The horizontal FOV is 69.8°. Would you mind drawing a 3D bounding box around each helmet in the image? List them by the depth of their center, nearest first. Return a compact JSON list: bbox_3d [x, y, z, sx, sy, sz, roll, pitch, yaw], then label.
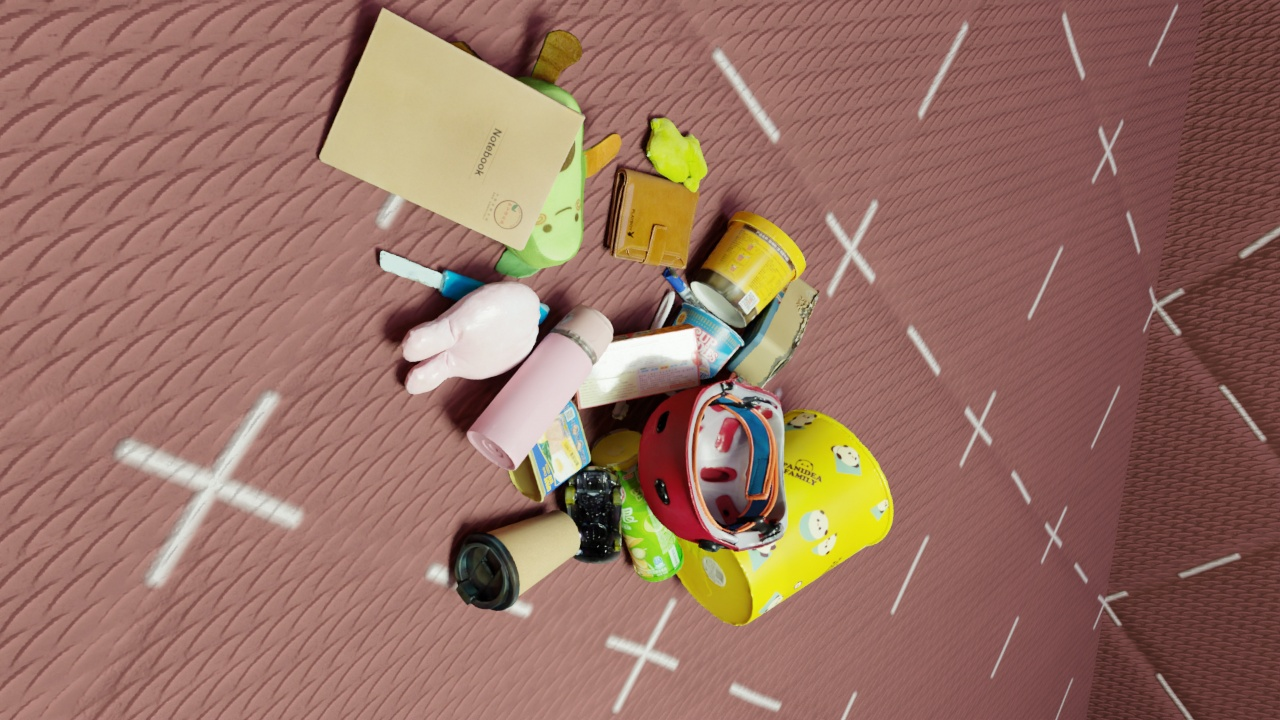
[{"bbox_3d":[0.070,0.127,1.104,0.239,0.144,0.206,16,69,-51],"label":"helmet"}]

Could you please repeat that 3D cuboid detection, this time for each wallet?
[{"bbox_3d":[0.014,-0.165,1.124,0.130,0.035,0.119,3,95,-46],"label":"wallet"}]

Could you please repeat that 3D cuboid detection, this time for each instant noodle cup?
[{"bbox_3d":[0.064,-0.003,1.188,0.110,0.099,0.099,-56,135,-6],"label":"instant noodle cup"},{"bbox_3d":[0.136,-0.115,1.205,0.114,0.118,0.118,-50,133,-11],"label":"instant noodle cup"}]

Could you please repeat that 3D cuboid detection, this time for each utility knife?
[{"bbox_3d":[-0.182,-0.074,0.963,0.217,0.018,0.034,20,102,-47],"label":"utility knife"}]

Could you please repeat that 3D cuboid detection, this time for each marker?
[{"bbox_3d":[0.072,-0.074,1.220,0.016,0.017,0.146,-58,135,-14],"label":"marker"}]

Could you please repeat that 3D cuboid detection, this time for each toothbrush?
[{"bbox_3d":[0.006,-0.007,1.179,0.016,0.016,0.180,30,83,-54],"label":"toothbrush"}]

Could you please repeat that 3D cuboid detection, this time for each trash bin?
[{"bbox_3d":[0.184,0.226,1.299,0.254,0.230,0.230,-29,122,-29],"label":"trash bin"}]

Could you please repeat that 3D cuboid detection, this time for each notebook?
[{"bbox_3d":[-0.173,-0.210,0.860,0.207,0.008,0.148,23,99,-24],"label":"notebook"}]

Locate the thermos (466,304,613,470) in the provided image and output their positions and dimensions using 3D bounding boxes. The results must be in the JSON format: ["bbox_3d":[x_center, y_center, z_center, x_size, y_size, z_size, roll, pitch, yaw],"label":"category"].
[{"bbox_3d":[-0.110,0.025,1.009,0.067,0.087,0.198,49,60,-26],"label":"thermos"}]

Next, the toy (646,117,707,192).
[{"bbox_3d":[0.045,-0.250,1.118,0.099,0.031,0.097,-26,103,-47],"label":"toy"}]

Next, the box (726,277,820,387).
[{"bbox_3d":[0.180,-0.039,1.246,0.090,0.061,0.183,-52,-178,44],"label":"box"}]

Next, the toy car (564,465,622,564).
[{"bbox_3d":[-0.057,0.194,1.140,0.070,0.042,0.158,1,126,-1],"label":"toy car"}]

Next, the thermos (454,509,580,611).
[{"bbox_3d":[-0.140,0.226,1.065,0.143,0.093,0.093,-19,117,-50],"label":"thermos"}]

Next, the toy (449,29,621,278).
[{"bbox_3d":[-0.111,-0.206,0.939,0.226,0.090,0.247,-21,114,-28],"label":"toy"}]

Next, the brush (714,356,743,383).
[{"bbox_3d":[0.085,0.049,1.244,0.069,0.063,0.145,44,71,-33],"label":"brush"}]

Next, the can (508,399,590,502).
[{"bbox_3d":[-0.111,0.099,1.068,0.083,0.057,0.102,-35,125,-35],"label":"can"}]

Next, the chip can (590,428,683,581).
[{"bbox_3d":[-0.001,0.195,1.200,0.072,0.073,0.221,-39,127,-30],"label":"chip can"}]

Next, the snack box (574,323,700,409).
[{"bbox_3d":[-0.007,0.006,1.109,0.155,0.027,0.077,-10,108,-13],"label":"snack box"}]

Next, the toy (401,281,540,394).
[{"bbox_3d":[-0.175,-0.023,0.953,0.159,0.054,0.121,-22,140,-31],"label":"toy"}]
